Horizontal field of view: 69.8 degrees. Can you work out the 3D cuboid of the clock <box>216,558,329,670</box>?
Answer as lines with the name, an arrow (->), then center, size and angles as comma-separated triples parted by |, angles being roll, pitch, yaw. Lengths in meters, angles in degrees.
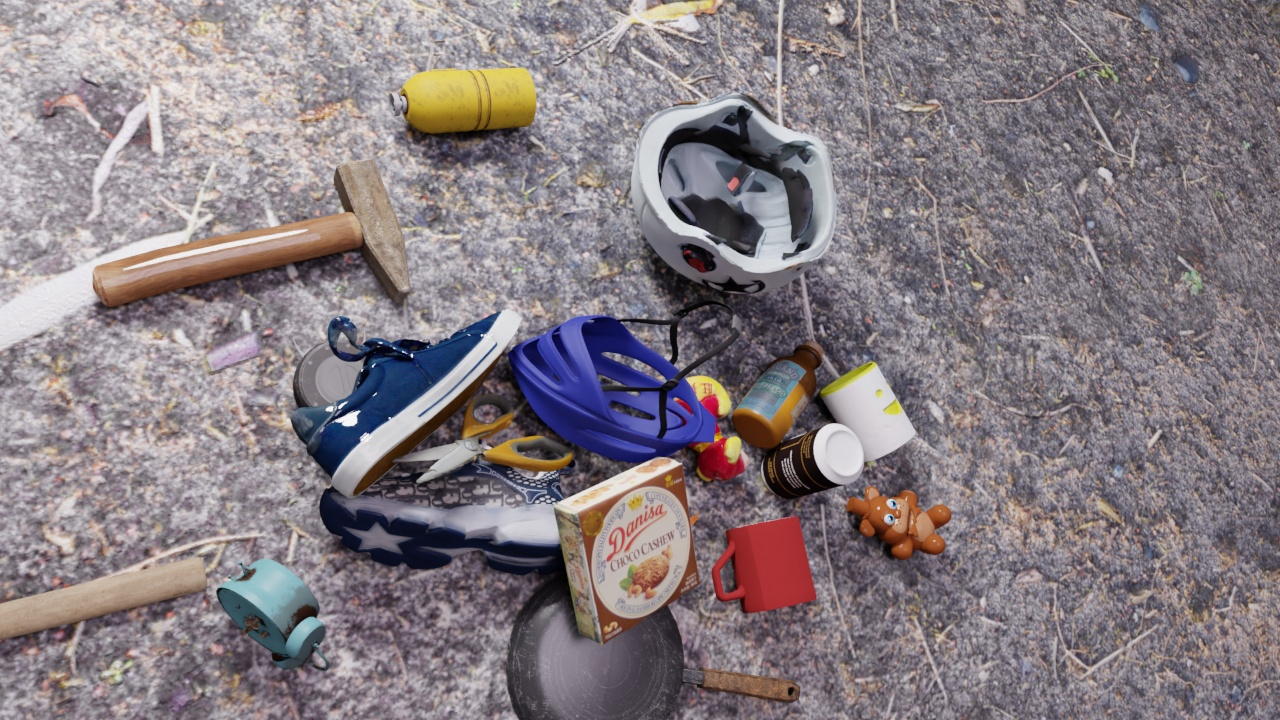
clock -> -0.326, 0.235, 0.833 | 0.124, 0.090, 0.053 | 45, 50, -6

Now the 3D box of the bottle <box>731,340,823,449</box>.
bottle -> 0.182, 0.035, 1.158 | 0.068, 0.068, 0.156 | 45, 60, -7

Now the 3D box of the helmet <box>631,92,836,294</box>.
helmet -> 0.099, -0.190, 1.137 | 0.264, 0.164, 0.236 | 16, 63, -14

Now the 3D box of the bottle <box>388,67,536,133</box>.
bottle -> -0.212, -0.305, 1.077 | 0.163, 0.071, 0.071 | -12, 79, -29

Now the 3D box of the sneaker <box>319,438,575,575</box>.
sneaker -> -0.186, 0.137, 0.942 | 0.269, 0.103, 0.132 | 11, 54, -23

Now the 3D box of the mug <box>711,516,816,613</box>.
mug -> 0.136, 0.239, 1.063 | 0.116, 0.081, 0.096 | -6, 76, -20

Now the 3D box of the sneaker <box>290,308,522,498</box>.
sneaker -> -0.231, 0.005, 0.917 | 0.127, 0.121, 0.293 | 42, 41, 3

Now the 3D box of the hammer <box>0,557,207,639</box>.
hammer -> -0.546, 0.221, 0.771 | 0.330, 0.031, 0.119 | -9, 78, -31

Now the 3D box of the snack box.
snack box -> -0.010, 0.192, 0.944 | 0.142, 0.041, 0.147 | -20, 108, -38

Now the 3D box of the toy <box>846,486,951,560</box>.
toy -> 0.330, 0.203, 1.179 | 0.127, 0.065, 0.094 | 23, 62, -12

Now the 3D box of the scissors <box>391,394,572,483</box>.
scissors -> -0.151, 0.092, 0.919 | 0.166, 0.016, 0.224 | 31, 21, 4

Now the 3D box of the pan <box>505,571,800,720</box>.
pan -> 0.030, 0.339, 0.996 | 0.356, 0.040, 0.207 | 15, 71, -19

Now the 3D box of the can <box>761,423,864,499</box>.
can -> 0.206, 0.123, 1.104 | 0.071, 0.129, 0.071 | 8, 70, -24

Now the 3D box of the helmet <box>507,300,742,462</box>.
helmet -> -0.006, 0.006, 0.987 | 0.241, 0.228, 0.147 | 29, 37, -14

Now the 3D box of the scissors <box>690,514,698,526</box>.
scissors -> 0.017, 0.206, 1.054 | 0.084, 0.012, 0.132 | 35, 62, -13

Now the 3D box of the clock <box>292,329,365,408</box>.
clock -> -0.305, 0.031, 0.935 | 0.091, 0.044, 0.122 | -9, 79, -31

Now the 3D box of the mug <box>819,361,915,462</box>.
mug -> 0.296, 0.067, 1.195 | 0.082, 0.083, 0.106 | -31, 90, -31

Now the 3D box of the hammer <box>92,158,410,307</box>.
hammer -> -0.393, -0.106, 0.941 | 0.300, 0.037, 0.158 | -18, 82, -29

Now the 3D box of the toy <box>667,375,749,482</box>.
toy -> 0.072, 0.081, 1.096 | 0.105, 0.067, 0.137 | -20, 75, -23
